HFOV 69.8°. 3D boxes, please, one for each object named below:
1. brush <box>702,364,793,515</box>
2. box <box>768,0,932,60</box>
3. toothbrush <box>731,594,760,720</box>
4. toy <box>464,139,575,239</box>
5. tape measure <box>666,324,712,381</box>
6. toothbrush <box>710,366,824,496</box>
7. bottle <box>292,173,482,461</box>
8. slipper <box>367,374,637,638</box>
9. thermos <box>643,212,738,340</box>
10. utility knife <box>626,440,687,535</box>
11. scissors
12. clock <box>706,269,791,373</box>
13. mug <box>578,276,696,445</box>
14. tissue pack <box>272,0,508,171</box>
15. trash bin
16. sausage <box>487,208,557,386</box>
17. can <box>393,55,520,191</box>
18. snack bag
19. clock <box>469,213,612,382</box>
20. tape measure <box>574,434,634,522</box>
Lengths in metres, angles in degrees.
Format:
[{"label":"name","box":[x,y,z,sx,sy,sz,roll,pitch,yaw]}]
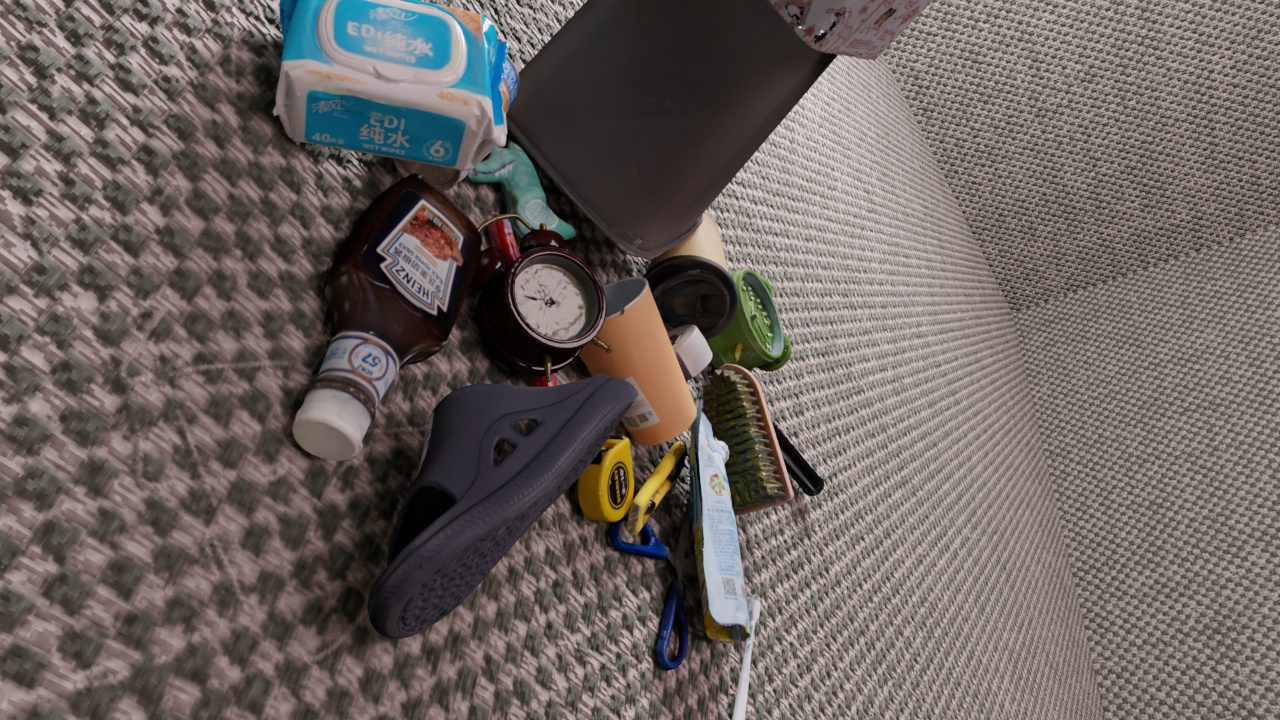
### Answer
[{"label":"brush","box":[0.102,0.073,0.892,0.073,0.063,0.145,9,63,-54]},{"label":"box","box":[0.109,-0.352,0.666,0.177,0.107,0.272,-25,88,-58]},{"label":"toothbrush","box":[0.083,0.277,0.777,0.016,0.016,0.179,49,36,-29]},{"label":"toy","box":[-0.097,-0.131,0.715,0.096,0.030,0.092,-17,82,-54]},{"label":"tape measure","box":[0.029,-0.003,0.808,0.033,0.066,0.065,58,30,-17]},{"label":"toothbrush","box":[0.137,0.076,0.987,0.212,0.027,0.026,49,43,-31]},{"label":"bottle","box":[-0.149,-0.027,0.538,0.080,0.044,0.194,45,37,-31]},{"label":"slipper","box":[-0.089,0.064,0.546,0.083,0.111,0.267,38,28,7]},{"label":"thermos","box":[0.045,-0.084,0.877,0.093,0.093,0.143,52,24,-29]},{"label":"utility knife","box":[0.017,0.102,0.748,0.154,0.015,0.033,-43,140,-67]},{"label":"scissors","box":[0.025,0.171,0.745,0.176,0.012,0.162,40,39,-44]},{"label":"clock","box":[0.115,-0.041,0.994,0.161,0.056,0.116,-1,73,-61]},{"label":"mug","box":[-0.004,0.004,0.742,0.123,0.078,0.078,63,29,-21]},{"label":"tissue pack","box":[-0.150,-0.176,0.560,0.140,0.063,0.089,7,60,-19]},{"label":"trash bin","box":[0.034,-0.238,0.766,0.199,0.220,0.198,47,30,0]},{"label":"sausage","box":[-0.087,-0.039,0.679,0.020,0.020,0.155,-3,75,-61]},{"label":"can","box":[-0.130,-0.175,0.658,0.053,0.053,0.134,52,33,-29]},{"label":"snack bag","box":[0.064,0.136,0.778,0.110,0.039,0.190,45,35,-57]},{"label":"clock","box":[-0.075,-0.046,0.642,0.081,0.055,0.122,-27,88,-33]},{"label":"tape measure","box":[-0.028,0.091,0.683,0.057,0.029,0.060,-33,121,-60]}]
